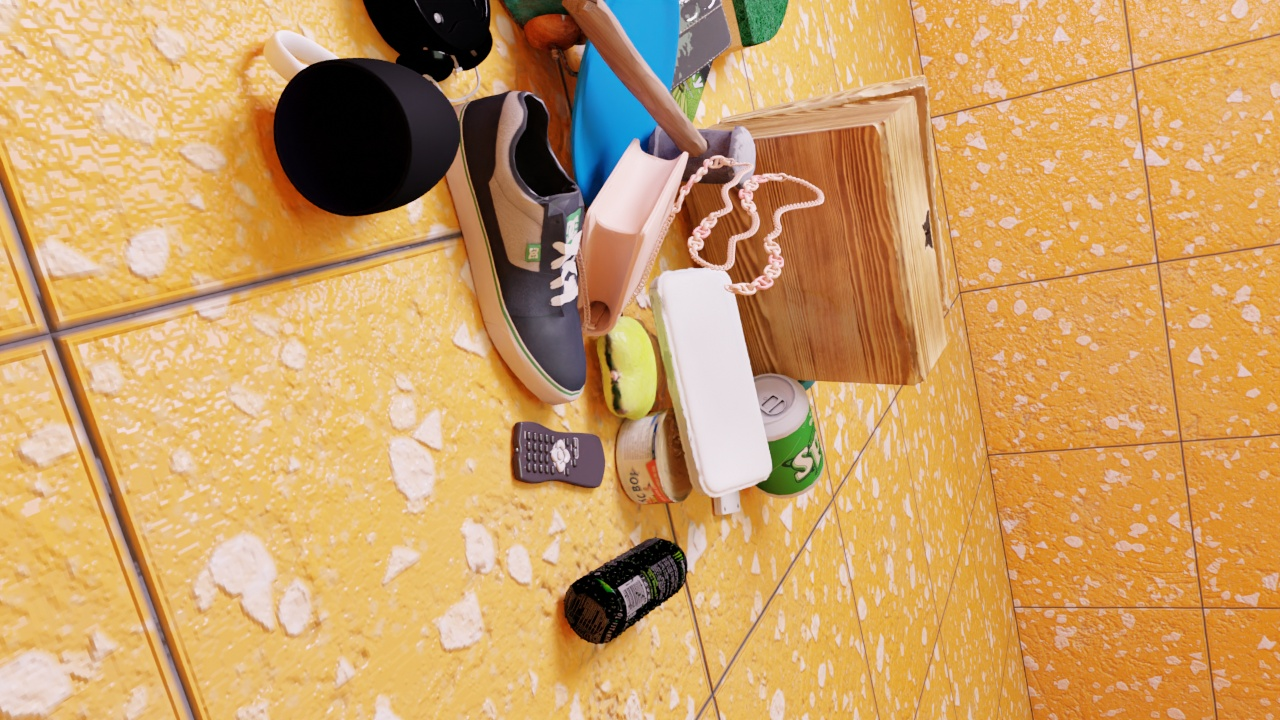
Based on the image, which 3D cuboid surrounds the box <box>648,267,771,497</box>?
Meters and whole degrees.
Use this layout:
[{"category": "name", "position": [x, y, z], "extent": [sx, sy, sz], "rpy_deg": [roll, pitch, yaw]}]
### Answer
[{"category": "box", "position": [0.080, 0.017, 0.873], "extent": [0.185, 0.084, 0.210], "rpy_deg": [-2, 80, -62]}]

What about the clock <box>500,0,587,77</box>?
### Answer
[{"category": "clock", "position": [-0.062, -0.315, 0.757], "extent": [0.121, 0.073, 0.158], "rpy_deg": [-46, 124, -56]}]

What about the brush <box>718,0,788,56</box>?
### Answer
[{"category": "brush", "position": [0.091, -0.499, 1.088], "extent": [0.250, 0.075, 0.194], "rpy_deg": [67, 32, -27]}]

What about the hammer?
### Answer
[{"category": "hammer", "position": [0.013, -0.216, 0.764], "extent": [0.328, 0.098, 0.052], "rpy_deg": [24, 75, -67]}]

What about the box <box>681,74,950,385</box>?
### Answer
[{"category": "box", "position": [0.198, -0.143, 1.016], "extent": [0.219, 0.259, 0.279], "rpy_deg": [-45, 127, -46]}]

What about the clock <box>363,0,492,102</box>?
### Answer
[{"category": "clock", "position": [-0.141, -0.236, 0.620], "extent": [0.091, 0.043, 0.121], "rpy_deg": [-53, 129, -53]}]

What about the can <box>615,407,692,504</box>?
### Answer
[{"category": "can", "position": [0.016, 0.087, 0.831], "extent": [0.086, 0.043, 0.086], "rpy_deg": [24, 62, -58]}]

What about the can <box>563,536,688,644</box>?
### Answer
[{"category": "can", "position": [-0.009, 0.184, 0.749], "extent": [0.137, 0.054, 0.054], "rpy_deg": [-11, 93, -62]}]

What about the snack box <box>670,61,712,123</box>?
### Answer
[{"category": "snack box", "position": [0.040, -0.316, 0.998], "extent": [0.080, 0.025, 0.147], "rpy_deg": [57, 37, -39]}]

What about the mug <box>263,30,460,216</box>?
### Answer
[{"category": "mug", "position": [-0.161, -0.145, 0.536], "extent": [0.119, 0.085, 0.100], "rpy_deg": [46, 21, -4]}]

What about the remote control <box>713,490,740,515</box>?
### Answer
[{"category": "remote control", "position": [0.089, 0.098, 0.998], "extent": [0.050, 0.011, 0.135], "rpy_deg": [7, 76, -61]}]

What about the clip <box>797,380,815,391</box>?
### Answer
[{"category": "clip", "position": [0.157, 0.026, 1.106], "extent": [0.033, 0.121, 0.119], "rpy_deg": [33, 21, -56]}]

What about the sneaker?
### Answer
[{"category": "sneaker", "position": [-0.072, -0.078, 0.672], "extent": [0.084, 0.079, 0.235], "rpy_deg": [-44, 122, -58]}]

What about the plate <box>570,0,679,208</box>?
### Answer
[{"category": "plate", "position": [-0.018, -0.242, 0.801], "extent": [0.224, 0.024, 0.224], "rpy_deg": [19, 89, -75]}]

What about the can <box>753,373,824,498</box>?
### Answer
[{"category": "can", "position": [0.152, 0.085, 1.021], "extent": [0.140, 0.088, 0.087], "rpy_deg": [66, 31, -44]}]

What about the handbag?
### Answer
[{"category": "handbag", "position": [0.037, -0.080, 0.760], "extent": [0.198, 0.187, 0.117], "rpy_deg": [-65, 171, -50]}]

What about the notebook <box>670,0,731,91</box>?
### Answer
[{"category": "notebook", "position": [0.005, -0.365, 0.878], "extent": [0.169, 0.029, 0.209], "rpy_deg": [-41, 126, -25]}]

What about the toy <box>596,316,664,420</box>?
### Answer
[{"category": "toy", "position": [-0.005, 0.005, 0.813], "extent": [0.115, 0.046, 0.092], "rpy_deg": [-21, 101, -69]}]

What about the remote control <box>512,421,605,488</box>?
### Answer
[{"category": "remote control", "position": [-0.061, 0.076, 0.726], "extent": [0.124, 0.009, 0.046], "rpy_deg": [19, 66, -59]}]
